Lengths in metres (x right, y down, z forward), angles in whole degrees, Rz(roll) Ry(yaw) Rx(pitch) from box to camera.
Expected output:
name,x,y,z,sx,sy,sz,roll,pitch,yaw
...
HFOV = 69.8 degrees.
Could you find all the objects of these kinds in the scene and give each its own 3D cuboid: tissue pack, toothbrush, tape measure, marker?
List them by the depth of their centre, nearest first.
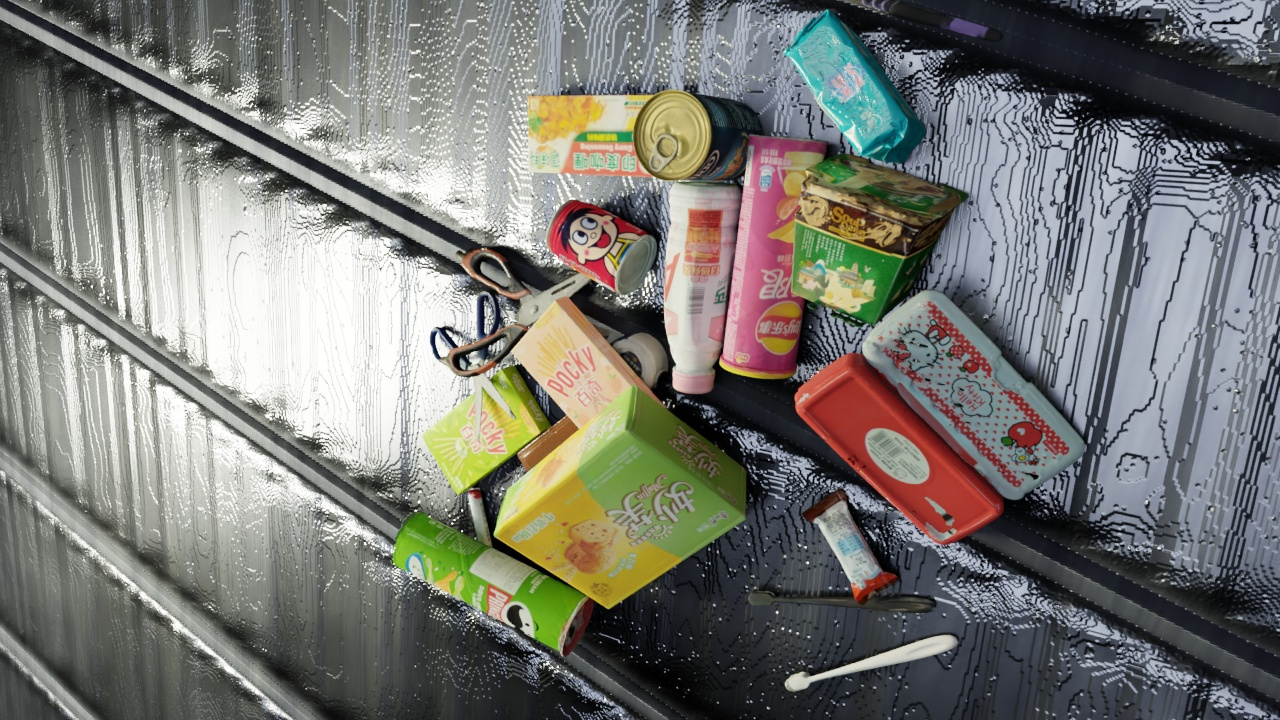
name,x,y,z,sx,sy,sz,roll,pitch,yaw
tissue pack,0.178,-0.217,0.749,0.050,0.093,0.133,-37,81,26
toothbrush,0.207,-0.294,0.762,0.189,0.016,0.014,25,112,21
toothbrush,0.219,0.290,0.882,0.181,0.016,0.016,-27,89,29
toothbrush,0.191,0.232,0.885,0.181,0.018,0.015,-5,84,28
tape measure,-0.006,0.005,0.936,0.066,0.033,0.065,-36,84,33
marker,-0.184,0.225,1.094,0.017,0.017,0.145,-8,97,31

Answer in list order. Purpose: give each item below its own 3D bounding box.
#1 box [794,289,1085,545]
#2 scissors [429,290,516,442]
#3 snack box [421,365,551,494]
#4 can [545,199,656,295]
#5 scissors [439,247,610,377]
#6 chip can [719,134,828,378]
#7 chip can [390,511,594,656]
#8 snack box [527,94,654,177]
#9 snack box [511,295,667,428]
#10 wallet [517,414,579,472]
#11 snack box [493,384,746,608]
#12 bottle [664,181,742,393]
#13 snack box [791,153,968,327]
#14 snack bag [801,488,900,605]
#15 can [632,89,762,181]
name,x,y,z,sx,sy,sz,roll,pitch,yaw
box,0.247,0.054,0.762,0.201,0.039,0.158,42,121,-12
scissors,-0.187,0.002,1.031,0.174,0.012,0.162,23,100,36
snack box,-0.179,0.082,1.055,0.157,0.026,0.086,-36,82,30
can,-0.040,-0.114,0.910,0.094,0.066,0.067,31,114,21
scissors,-0.131,-0.051,0.986,0.225,0.015,0.189,31,97,26
chip can,0.119,-0.093,0.822,0.071,0.071,0.211,14,107,27
chip can,-0.170,0.250,1.045,0.236,0.072,0.072,22,111,17
snack box,-0.042,-0.223,0.911,0.156,0.027,0.077,8,106,28
snack box,-0.053,0.020,0.927,0.157,0.026,0.085,48,122,6
wallet,-0.065,0.112,0.996,0.125,0.032,0.101,-39,84,31
snack box,-0.021,0.142,0.912,0.157,0.069,0.211,38,122,-20
bottle,0.056,-0.068,0.866,0.068,0.068,0.197,11,108,27
snack box,0.188,-0.099,0.769,0.118,0.117,0.106,27,125,25
snack bag,0.197,0.175,0.861,0.048,0.026,0.104,-34,82,7
can,0.054,-0.197,0.814,0.075,0.111,0.075,7,103,30
